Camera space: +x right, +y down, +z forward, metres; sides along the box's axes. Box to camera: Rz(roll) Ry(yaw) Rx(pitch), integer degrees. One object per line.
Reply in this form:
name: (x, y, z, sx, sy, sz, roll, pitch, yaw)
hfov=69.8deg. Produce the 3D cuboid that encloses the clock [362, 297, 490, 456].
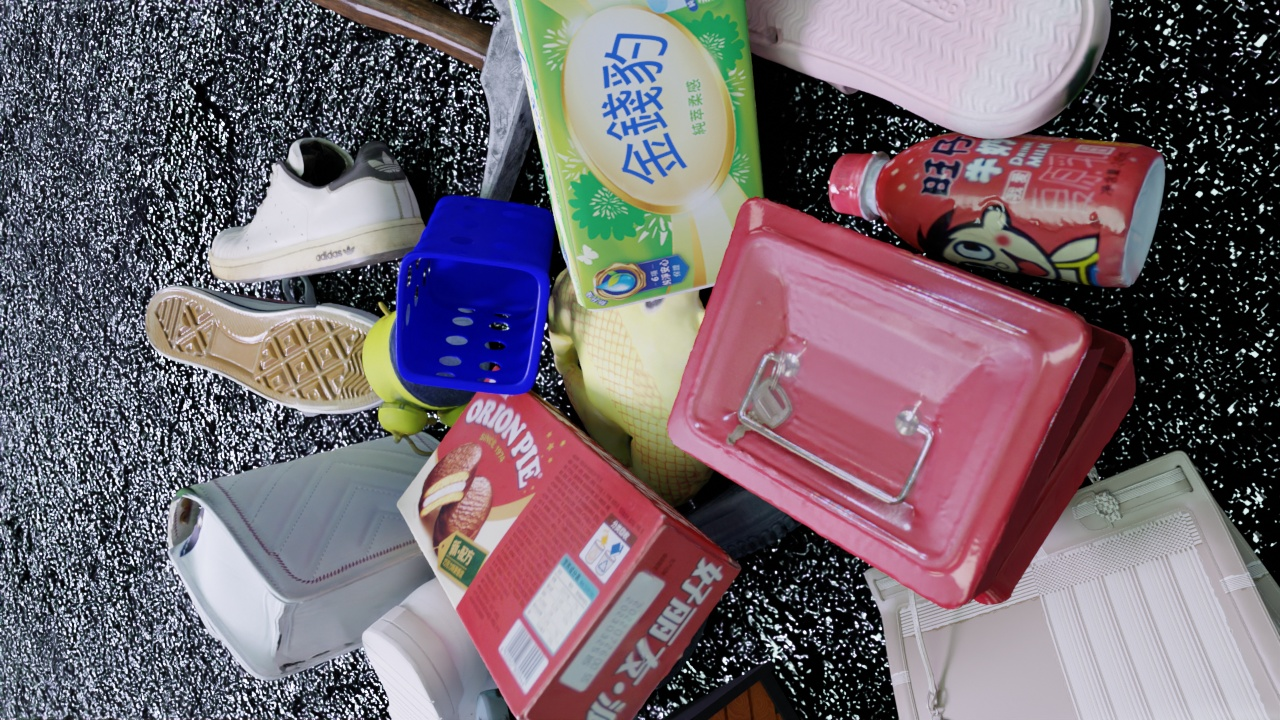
clock: (-0.153, 0.010, 0.662, 0.057, 0.083, 0.119, -12, 87, 45)

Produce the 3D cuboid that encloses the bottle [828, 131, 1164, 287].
bottle: (0.153, -0.072, 0.414, 0.138, 0.061, 0.062, 15, 107, 37)

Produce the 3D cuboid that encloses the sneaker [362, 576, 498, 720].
sneaker: (-0.127, 0.234, 0.681, 0.090, 0.104, 0.237, 30, 142, 27)

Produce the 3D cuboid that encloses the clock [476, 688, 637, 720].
clock: (-0.057, 0.224, 0.593, 0.090, 0.124, 0.053, 2, 96, 38)

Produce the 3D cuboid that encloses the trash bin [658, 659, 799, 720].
trash bin: (0.038, 0.300, 0.522, 0.140, 0.139, 0.171, -43, 71, 35)

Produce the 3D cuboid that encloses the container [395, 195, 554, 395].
container: (-0.099, -0.045, 0.572, 0.084, 0.113, 0.085, 8, 117, -6)

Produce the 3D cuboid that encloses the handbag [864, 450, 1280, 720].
handbag: (0.182, 0.091, 0.436, 0.176, 0.062, 0.197, -34, 68, 37)

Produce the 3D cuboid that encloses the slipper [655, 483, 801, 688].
slipper: (0.016, 0.142, 0.547, 0.264, 0.101, 0.082, -36, 83, 31)

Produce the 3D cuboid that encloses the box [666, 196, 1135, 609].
box: (0.114, 0.019, 0.411, 0.157, 0.127, 0.137, 31, 106, 33)

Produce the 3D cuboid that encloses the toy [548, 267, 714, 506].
toy: (-0.003, 0.003, 0.556, 0.155, 0.064, 0.170, -49, 62, 48)

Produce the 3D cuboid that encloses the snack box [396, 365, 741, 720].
snack box: (-0.056, 0.094, 0.513, 0.113, 0.060, 0.236, -55, 33, -3)

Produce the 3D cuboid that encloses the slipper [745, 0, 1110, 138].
slipper: (0.115, -0.174, 0.429, 0.221, 0.055, 0.107, 44, 115, 37)

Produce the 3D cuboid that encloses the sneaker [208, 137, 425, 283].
sneaker: (-0.270, -0.120, 0.727, 0.242, 0.088, 0.102, -1, 105, 35)

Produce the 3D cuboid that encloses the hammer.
hammer: (-0.204, -0.213, 0.627, 0.300, 0.037, 0.218, 26, 114, 10)

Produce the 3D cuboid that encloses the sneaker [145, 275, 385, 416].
sneaker: (-0.290, -0.014, 0.769, 0.241, 0.087, 0.118, 13, 94, 15)

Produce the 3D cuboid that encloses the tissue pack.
tissue pack: (-0.008, -0.144, 0.483, 0.141, 0.120, 0.198, -114, 18, -61)

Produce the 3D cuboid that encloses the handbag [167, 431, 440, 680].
handbag: (-0.213, 0.127, 0.657, 0.142, 0.198, 0.096, 38, 121, 29)
